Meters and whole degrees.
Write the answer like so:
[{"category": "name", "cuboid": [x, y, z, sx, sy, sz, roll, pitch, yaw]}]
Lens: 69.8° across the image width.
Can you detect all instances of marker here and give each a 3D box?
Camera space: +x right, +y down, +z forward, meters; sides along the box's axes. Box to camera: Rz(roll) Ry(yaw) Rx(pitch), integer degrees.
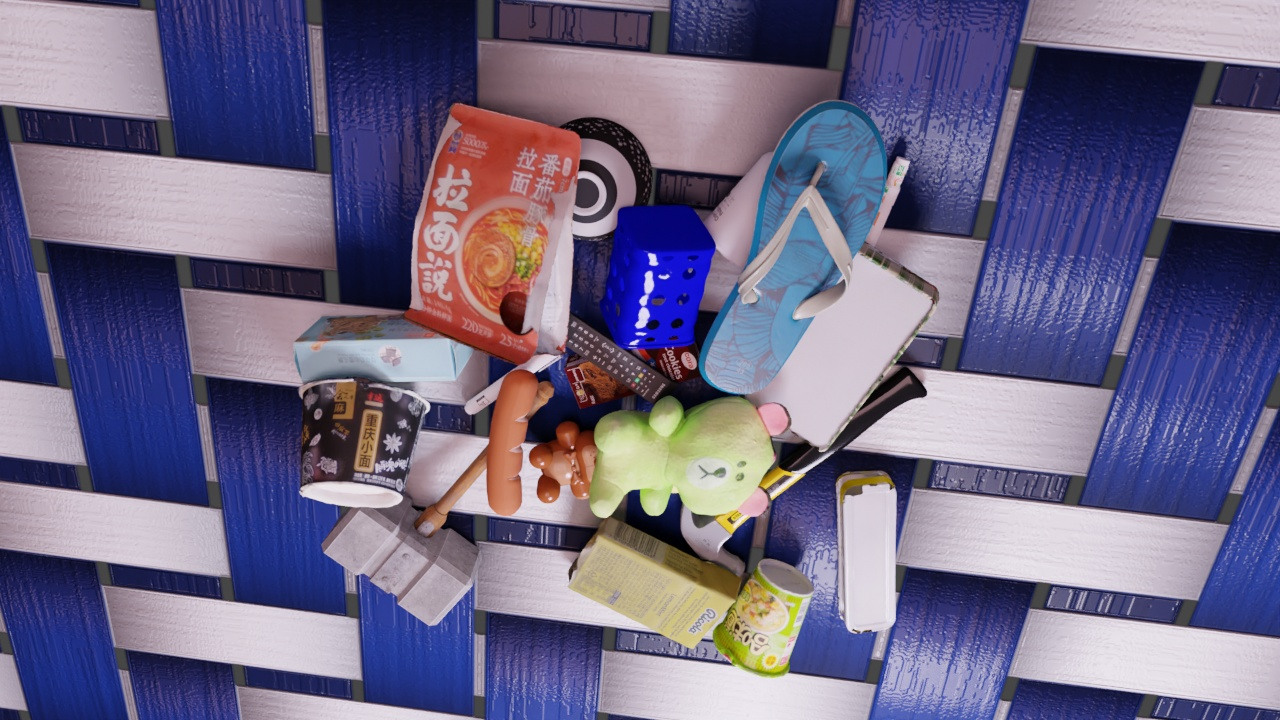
[{"category": "marker", "cuboid": [0.230, -0.130, 0.906, 0.017, 0.017, 0.146, 18, 115, -2]}, {"category": "marker", "cuboid": [-0.142, 0.023, 1.015, 0.134, 0.017, 0.020, -34, 108, 19]}]

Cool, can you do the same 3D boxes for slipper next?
[{"category": "slipper", "cuboid": [0.143, -0.085, 0.834, 0.118, 0.060, 0.295, 14, 116, -20]}]

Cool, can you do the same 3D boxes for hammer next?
[{"category": "hammer", "cuboid": [0.174, 0.117, 1.020, 0.127, 0.029, 0.324, 44, 110, -13]}, {"category": "hammer", "cuboid": [-0.202, 0.140, 1.050, 0.162, 0.082, 0.318, 39, 105, -12]}]

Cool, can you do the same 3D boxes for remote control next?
[{"category": "remote control", "cuboid": [-0.027, -0.003, 0.955, 0.147, 0.015, 0.033, 34, 113, -9]}]

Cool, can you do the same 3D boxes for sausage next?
[{"category": "sausage", "cuboid": [-0.141, 0.089, 0.990, 0.044, 0.039, 0.164, 8, 102, -6]}]

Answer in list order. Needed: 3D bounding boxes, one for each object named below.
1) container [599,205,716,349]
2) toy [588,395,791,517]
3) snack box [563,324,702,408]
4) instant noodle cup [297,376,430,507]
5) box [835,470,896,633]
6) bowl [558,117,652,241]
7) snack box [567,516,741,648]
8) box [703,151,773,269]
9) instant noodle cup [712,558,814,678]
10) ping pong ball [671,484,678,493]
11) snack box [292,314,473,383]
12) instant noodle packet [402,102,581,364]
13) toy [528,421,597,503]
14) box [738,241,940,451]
[{"category": "container", "cuboid": [0.015, -0.082, 0.889, 0.085, 0.084, 0.114, -5, 132, -20]}, {"category": "toy", "cuboid": [0.045, 0.098, 0.961, 0.196, 0.107, 0.150, 1, 115, -10]}, {"category": "snack box", "cuboid": [-0.006, 0.006, 0.984, 0.141, 0.031, 0.051, -15, 112, 12]}, {"category": "instant noodle cup", "cuboid": [-0.299, 0.093, 0.978, 0.137, 0.112, 0.137, 0, 158, 0]}, {"category": "box", "cuboid": [0.260, 0.222, 1.058, 0.064, 0.037, 0.210, -6, 113, 2]}, {"category": "bowl", "cuboid": [-0.050, -0.170, 0.890, 0.120, 0.066, 0.120, 2, 114, 5]}, {"category": "snack box", "cuboid": [0.012, 0.260, 1.081, 0.181, 0.045, 0.122, 26, 130, -2]}, {"category": "box", "cuboid": [0.120, -0.110, 0.895, 0.126, 0.084, 0.156, 38, 114, -18]}, {"category": "instant noodle cup", "cuboid": [0.149, 0.296, 1.071, 0.099, 0.098, 0.108, 21, 106, -4]}, {"category": "ping pong ball", "cuboid": [0.039, 0.129, 1.031, 0.040, 0.040, 0.040, 2, 114, 5]}, {"category": "snack box", "cuboid": [-0.271, -0.014, 0.980, 0.175, 0.074, 0.053, -2, 115, 7]}, {"category": "instant noodle packet", "cuboid": [-0.136, -0.126, 0.895, 0.164, 0.083, 0.221, 22, 109, 28]}, {"category": "toy", "cuboid": [-0.056, 0.112, 1.022, 0.128, 0.065, 0.095, -11, 107, 5]}, {"category": "box", "cuboid": [0.197, -0.015, 0.925, 0.117, 0.050, 0.206, 32, 118, 5]}]
